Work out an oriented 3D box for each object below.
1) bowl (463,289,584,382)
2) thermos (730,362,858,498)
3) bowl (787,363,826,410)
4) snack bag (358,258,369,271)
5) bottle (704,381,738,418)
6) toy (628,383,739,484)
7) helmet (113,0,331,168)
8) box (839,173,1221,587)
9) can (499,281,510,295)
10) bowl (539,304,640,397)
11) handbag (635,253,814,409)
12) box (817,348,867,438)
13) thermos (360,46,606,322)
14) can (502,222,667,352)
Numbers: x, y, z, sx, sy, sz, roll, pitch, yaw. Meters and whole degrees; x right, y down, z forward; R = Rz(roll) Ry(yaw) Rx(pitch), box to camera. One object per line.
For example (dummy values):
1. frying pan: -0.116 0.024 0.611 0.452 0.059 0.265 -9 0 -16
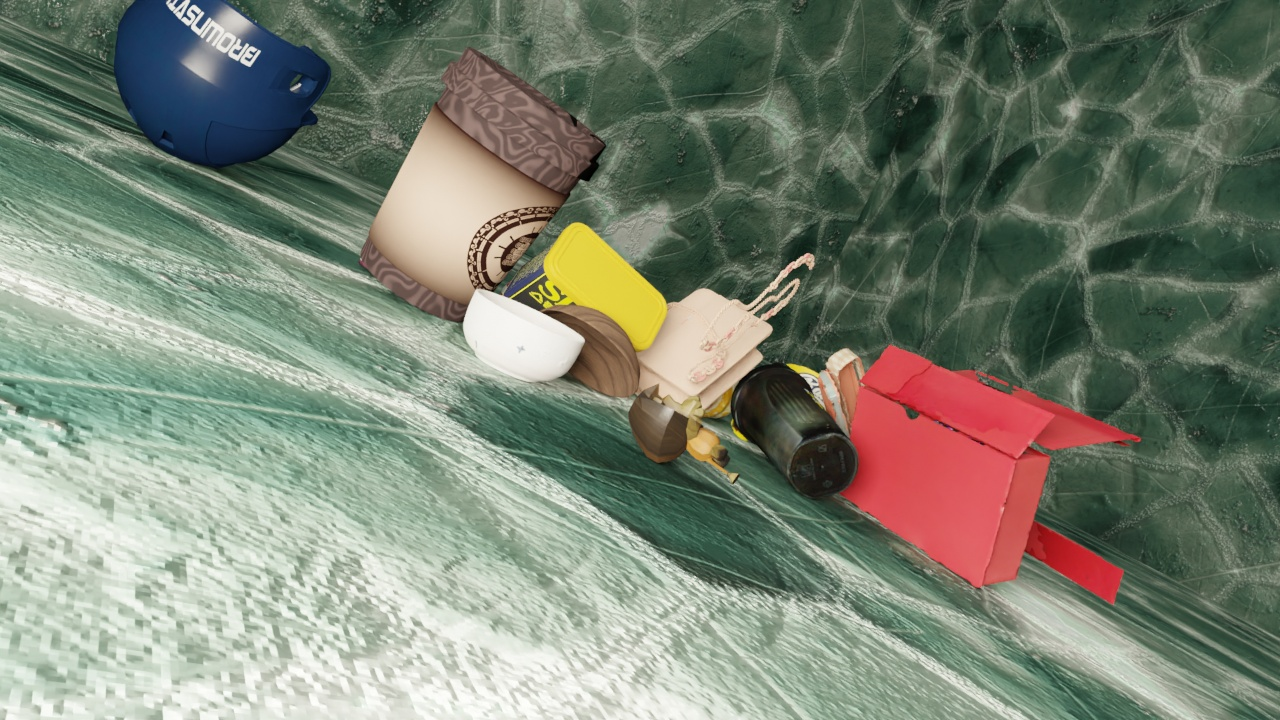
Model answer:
1. bowl: -0.106 -0.017 0.799 0.105 0.054 0.105 26 8 -4
2. thermos: 0.159 0.072 0.981 0.098 0.098 0.220 24 12 -15
3. bowl: 0.185 0.070 1.127 0.117 0.067 0.117 24 -39 21
4. snack bag: -0.237 -0.085 1.019 0.075 0.018 0.155 30 7 24
5. bottle: 0.093 0.039 1.120 0.063 0.063 0.109 29 8 26
6. toy: 0.037 0.059 0.713 0.100 0.062 0.076 34 -11 20
7. helmet: -0.533 -0.357 1.166 0.232 0.223 0.272 40 14 -5
8. box: 0.351 -0.001 0.898 0.107 0.410 0.211 25 4 -32
9. can: -0.130 -0.062 1.114 0.054 0.054 0.096 21 7 -39
10. bowl: -0.043 -0.016 0.875 0.119 0.032 0.119 29 -27 16
11. handbag: 0.072 -0.056 0.983 0.116 0.188 0.198 38 51 21
12. box: 0.237 0.068 1.021 0.054 0.078 0.187 0 -41 27
13. thermos: -0.163 -0.166 0.910 0.172 0.226 0.172 34 13 -9
14. can: -0.060 -0.058 0.937 0.135 0.075 0.105 41 -37 -19
